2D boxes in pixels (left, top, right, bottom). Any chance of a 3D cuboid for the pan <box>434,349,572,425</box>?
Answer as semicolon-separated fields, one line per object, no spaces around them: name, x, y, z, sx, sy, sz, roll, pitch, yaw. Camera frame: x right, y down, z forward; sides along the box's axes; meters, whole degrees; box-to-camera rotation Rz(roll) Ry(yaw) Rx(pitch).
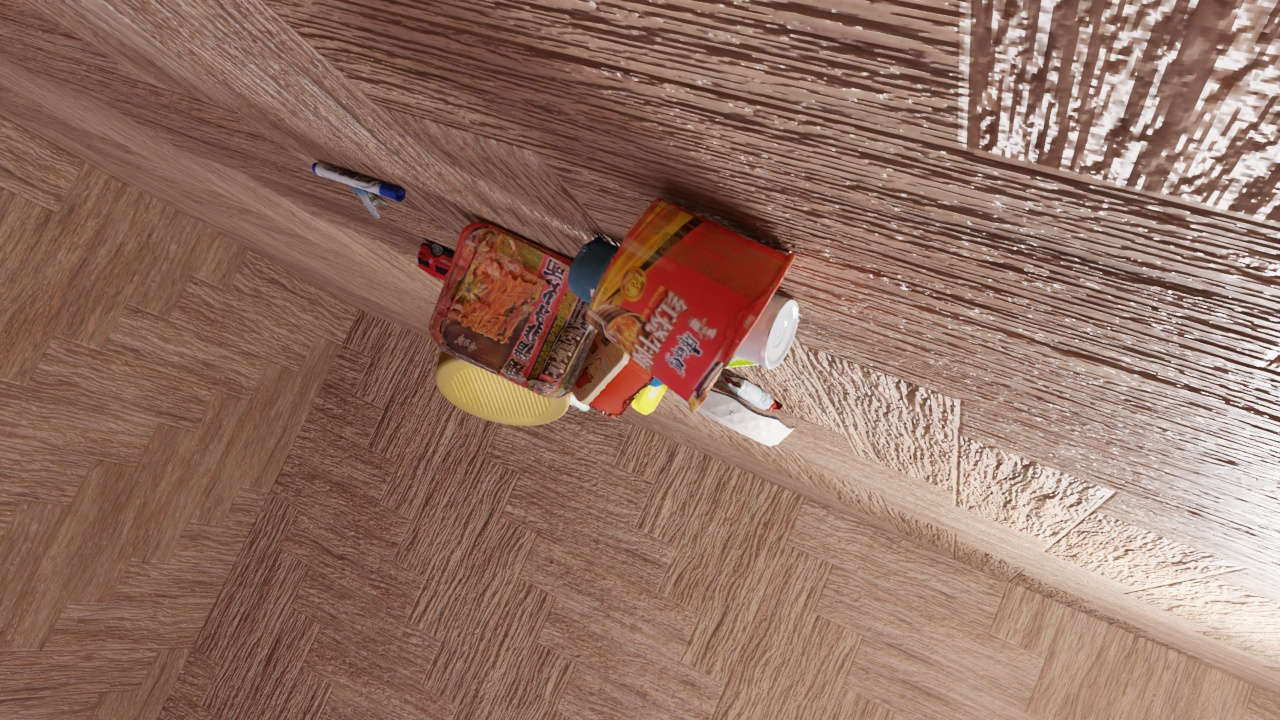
pan;-0.189;-0.028;1.224;0.198;0.078;0.358;6;148;5

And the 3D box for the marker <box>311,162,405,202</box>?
marker;-0.337;-0.213;1.090;0.146;0.017;0.017;21;172;27

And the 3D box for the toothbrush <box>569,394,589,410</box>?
toothbrush;-0.144;0.037;1.371;0.191;0.016;0.018;31;180;-40

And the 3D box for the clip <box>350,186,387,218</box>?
clip;-0.348;-0.205;1.170;0.024;0.028;0.057;19;161;27

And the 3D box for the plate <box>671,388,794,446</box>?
plate;0.135;0.075;1.414;0.205;0.045;0.205;25;-179;-1

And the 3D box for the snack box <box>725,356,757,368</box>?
snack box;0.063;-0.019;1.020;0.085;0.026;0.156;-6;-166;-38

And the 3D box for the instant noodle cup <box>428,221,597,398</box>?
instant noodle cup;-0.139;-0.061;1.071;0.189;0.165;0.079;25;-164;-1

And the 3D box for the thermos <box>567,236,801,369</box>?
thermos;0.033;-0.055;0.840;0.221;0.070;0.070;20;172;28

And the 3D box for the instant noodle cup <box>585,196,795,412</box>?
instant noodle cup;0.033;-0.048;0.676;0.108;0.138;0.138;33;173;4

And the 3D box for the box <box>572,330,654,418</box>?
box;-0.050;-0.007;1.131;0.078;0.091;0.168;33;-164;-39

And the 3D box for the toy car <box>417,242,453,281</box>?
toy car;-0.271;-0.133;1.346;0.120;0.045;0.053;21;174;6

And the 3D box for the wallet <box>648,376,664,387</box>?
wallet;-0.008;0.008;1.294;0.106;0.040;0.133;23;171;-6

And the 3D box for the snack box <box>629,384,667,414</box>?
snack box;-0.004;0.028;1.468;0.080;0.091;0.082;28;176;30

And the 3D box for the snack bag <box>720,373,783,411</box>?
snack bag;0.157;0.046;1.309;0.105;0.026;0.045;30;-175;-33
